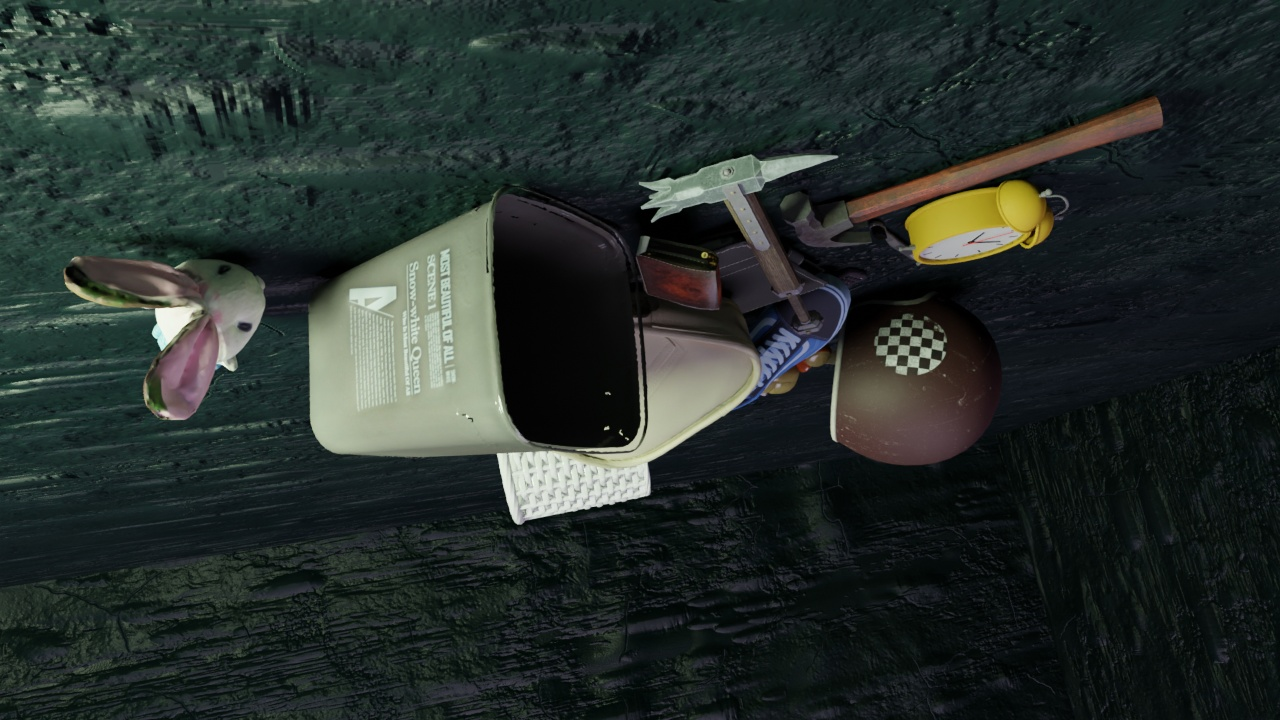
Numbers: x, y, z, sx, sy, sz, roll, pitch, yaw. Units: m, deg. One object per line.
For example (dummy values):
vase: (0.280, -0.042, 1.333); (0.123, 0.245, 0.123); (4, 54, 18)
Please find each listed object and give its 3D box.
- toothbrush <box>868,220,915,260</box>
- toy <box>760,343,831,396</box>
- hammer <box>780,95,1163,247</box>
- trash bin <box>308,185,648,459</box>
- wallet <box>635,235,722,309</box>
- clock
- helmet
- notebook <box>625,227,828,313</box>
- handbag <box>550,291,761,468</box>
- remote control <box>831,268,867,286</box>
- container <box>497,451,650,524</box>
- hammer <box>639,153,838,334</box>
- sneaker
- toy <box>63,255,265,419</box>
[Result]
toothbrush: (0.268, -0.122, 0.957); (0.013, 0.013, 0.167); (-18, 167, 29)
toy: (0.168, -0.001, 1.224); (0.112, 0.096, 0.176); (2, 173, -24)
hammer: (0.278, -0.158, 0.783); (0.301, 0.028, 0.111); (-16, 164, 21)
trash bin: (-0.140, -0.009, 0.758); (0.221, 0.197, 0.197); (-11, 167, 30)
wallet: (0.035, -0.074, 0.802); (0.072, 0.019, 0.123); (13, 170, 8)
clock: (0.332, -0.131, 0.888); (0.152, 0.052, 0.113); (-14, 167, 29)
helmet: (0.342, 0.023, 1.216); (0.254, 0.233, 0.234); (6, 145, 18)
notebook: (0.083, -0.083, 0.939); (0.170, 0.029, 0.208); (-18, 166, 29)
handbag: (-0.006, 0.006, 0.965); (0.184, 0.131, 0.230); (18, 126, -30)
remote control: (0.204, -0.081, 1.076); (0.125, 0.009, 0.046); (-22, 163, 38)
container: (-0.096, 0.112, 1.255); (0.186, 0.189, 0.189); (-11, 167, -5)
hammer: (0.124, -0.089, 0.817); (0.147, 0.028, 0.317); (-12, 157, 18)
sneaker: (0.151, -0.003, 1.067); (0.083, 0.098, 0.242); (35, 136, -13)
toy: (-0.337, -0.027, 0.719); (0.105, 0.131, 0.205); (-29, -178, -11)
